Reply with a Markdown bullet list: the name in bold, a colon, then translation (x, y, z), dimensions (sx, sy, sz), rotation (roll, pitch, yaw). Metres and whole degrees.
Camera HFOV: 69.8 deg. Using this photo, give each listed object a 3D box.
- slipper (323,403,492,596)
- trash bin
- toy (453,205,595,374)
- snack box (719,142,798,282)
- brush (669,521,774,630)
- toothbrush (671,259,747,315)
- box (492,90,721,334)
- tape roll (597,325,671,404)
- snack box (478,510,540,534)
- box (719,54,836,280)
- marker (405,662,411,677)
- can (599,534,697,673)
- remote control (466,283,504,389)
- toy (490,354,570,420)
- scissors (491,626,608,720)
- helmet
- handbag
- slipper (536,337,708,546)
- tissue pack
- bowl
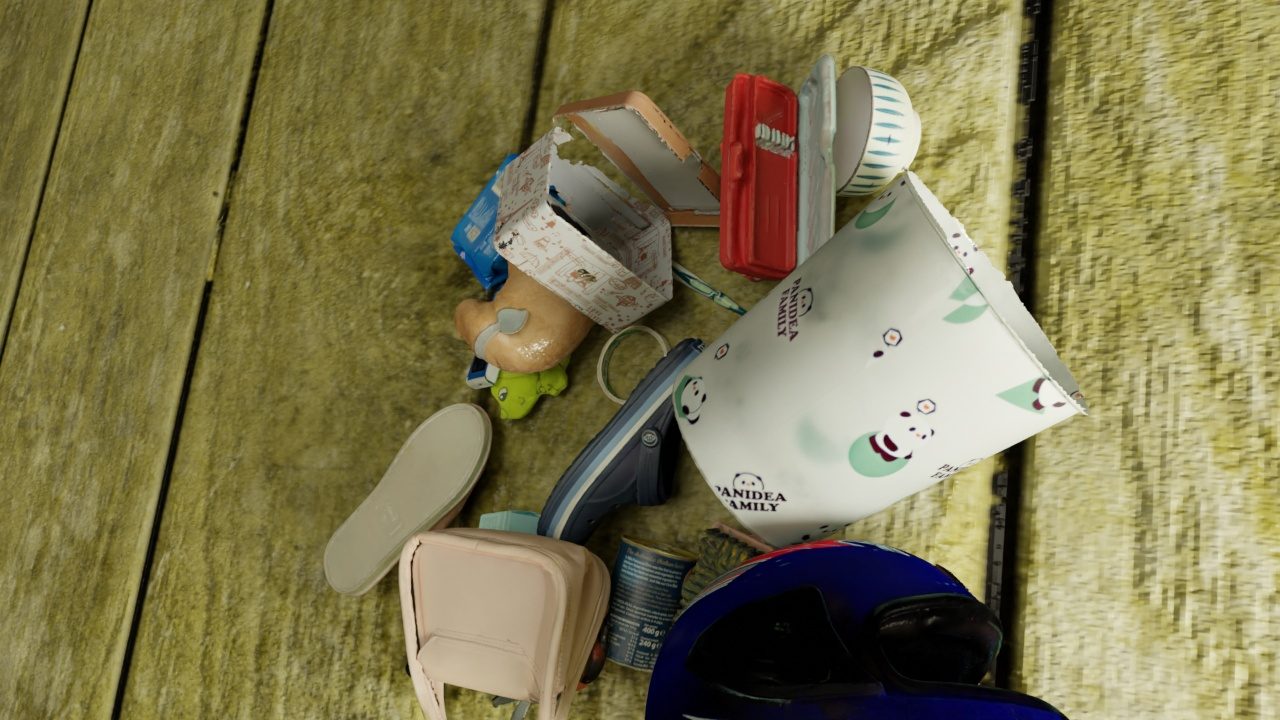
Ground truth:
- **slipper**: translation (-0.259, 0.162, 1.049), dimensions (0.274, 0.054, 0.114), rotation (-49, 59, 8)
- **trash bin**: translation (0.179, 0.014, 0.738), dimensions (0.252, 0.229, 0.229), rotation (-38, 61, 24)
- **toy**: translation (-0.096, -0.081, 0.996), dimensions (0.143, 0.083, 0.225), rotation (31, 66, 17)
- **snack box**: translation (0.128, -0.160, 0.917), dimensions (0.075, 0.025, 0.152), rotation (-17, 70, 27)
- **brush**: translation (0.071, 0.224, 0.828), dimensions (0.063, 0.073, 0.145), rotation (22, 94, 33)
- **toothbrush**: translation (0.074, -0.067, 0.931), dimensions (0.192, 0.018, 0.016), rotation (35, 97, 32)
- **box**: translation (-0.010, -0.156, 0.889), dimensions (0.185, 0.182, 0.154), rotation (-29, 43, 33)
- **tape roll**: translation (-0.006, 0.006, 0.962), dimensions (0.086, 0.014, 0.085), rotation (-8, 74, 29)
- **snack box**: translation (-0.141, 0.242, 0.937), dimensions (0.074, 0.051, 0.174), rotation (-20, 60, 58)
- **box**: translation (0.136, -0.181, 0.841), dimensions (0.102, 0.095, 0.201), rotation (-26, 57, 60)
- **marker**: translation (-0.203, 0.315, 0.999), dimensions (0.132, 0.020, 0.022), rotation (-29, 36, 23)
- **can**: translation (0.003, 0.229, 0.864), dimensions (0.075, 0.075, 0.111), rotation (13, 85, 32)
- **remote control**: translation (-0.163, -0.029, 1.042), dimensions (0.049, 0.024, 0.124), rotation (-11, 58, 54)
- **toy**: translation (-0.122, 0.019, 1.018), dimensions (0.100, 0.031, 0.096), rotation (-3, 71, 27)
- **scissors**: translation (-0.092, 0.297, 0.894), dimensions (0.189, 0.015, 0.225), rotation (3, 78, 59)
- **helmet**: translation (0.159, 0.252, 0.673), dimensions (0.316, 0.247, 0.239), rotation (-15, 47, 21)
- **handbag**: translation (-0.132, 0.273, 0.832), dimensions (0.194, 0.093, 0.234), rotation (0, 82, 32)
- **slipper**: translation (0.001, 0.093, 0.892), dimensions (0.095, 0.105, 0.253), rotation (39, 101, 12)
- **tissue pack**: translation (-0.151, -0.164, 1.069), dimensions (0.157, 0.052, 0.095), rotation (-51, 56, 10)
- **bowl**: translation (0.213, -0.206, 0.843), dimensions (0.066, 0.117, 0.116), rotation (6, 77, -14)
